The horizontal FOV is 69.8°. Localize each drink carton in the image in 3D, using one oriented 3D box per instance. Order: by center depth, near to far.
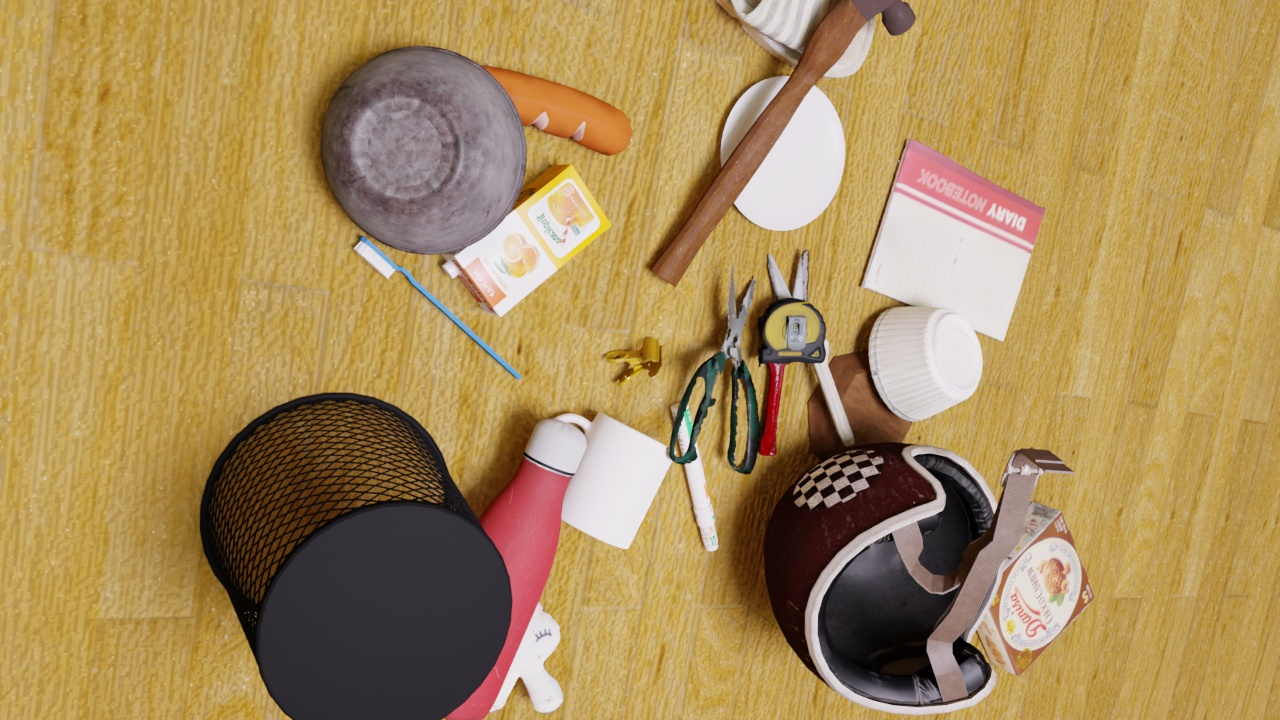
[{"bbox_3d":[-0.091,-0.092,0.713,0.122,0.040,0.058,-41,115,-14],"label":"drink carton"}]

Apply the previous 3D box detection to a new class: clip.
[{"bbox_3d":[-0.002,0.006,0.782,0.046,0.053,0.037,-17,113,8],"label":"clip"}]

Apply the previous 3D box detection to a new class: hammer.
[{"bbox_3d":[0.110,-0.202,0.767,0.115,0.033,0.323,31,97,-39],"label":"hammer"}]

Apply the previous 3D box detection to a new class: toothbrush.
[{"bbox_3d":[-0.153,-0.035,0.706,0.014,0.016,0.166,-50,118,-10],"label":"toothbrush"}]

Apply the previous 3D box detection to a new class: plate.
[{"bbox_3d":[0.127,-0.184,0.823,0.134,0.011,0.134,-5,102,-26],"label":"plate"},{"bbox_3d":[0.225,0.054,0.913,0.131,0.025,0.131,-5,102,-26],"label":"plate"}]

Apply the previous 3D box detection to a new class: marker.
[{"bbox_3d":[0.051,0.108,0.839,0.017,0.017,0.145,-21,109,-23],"label":"marker"}]

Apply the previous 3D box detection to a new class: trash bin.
[{"bbox_3d":[-0.188,0.133,0.610,0.183,0.210,0.184,-5,102,-26],"label":"trash bin"}]

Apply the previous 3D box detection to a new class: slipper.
[{"bbox_3d":[0.099,-0.330,0.760,0.272,0.054,0.114,26,83,-29],"label":"slipper"}]

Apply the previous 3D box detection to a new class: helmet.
[{"bbox_3d":[0.226,0.180,0.806,0.234,0.253,0.233,-20,106,3],"label":"helmet"}]

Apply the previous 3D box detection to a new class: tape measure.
[{"bbox_3d":[0.136,-0.026,0.829,0.061,0.034,0.061,-4,94,-1],"label":"tape measure"}]

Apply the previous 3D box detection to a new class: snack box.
[{"bbox_3d":[0.445,0.264,1.058,0.146,0.041,0.143,-37,115,-17],"label":"snack box"}]

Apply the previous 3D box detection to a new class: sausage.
[{"bbox_3d":[-0.080,-0.193,0.699,0.164,0.039,0.044,8,102,-28],"label":"sausage"}]

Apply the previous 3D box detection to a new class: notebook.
[{"bbox_3d":[0.324,-0.118,0.938,0.208,0.012,0.153,16,92,-29],"label":"notebook"}]

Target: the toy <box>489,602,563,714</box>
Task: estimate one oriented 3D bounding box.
[{"bbox_3d":[-0.105,0.243,0.774,0.079,0.038,0.123,-7,98,-13],"label":"toy"}]

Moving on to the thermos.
[{"bbox_3d":[-0.106,0.158,0.714,0.073,0.073,0.240,23,90,-29],"label":"thermos"}]

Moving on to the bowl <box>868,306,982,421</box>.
[{"bbox_3d":[0.282,-0.002,0.888,0.115,0.063,0.115,10,74,-37],"label":"bowl"}]

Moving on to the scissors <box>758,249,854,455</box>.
[{"bbox_3d":[0.148,0.006,0.860,0.179,0.015,0.187,38,94,-8],"label":"scissors"}]

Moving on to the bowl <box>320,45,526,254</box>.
[{"bbox_3d":[-0.153,-0.142,0.624,0.145,0.067,0.145,0,101,-1],"label":"bowl"}]

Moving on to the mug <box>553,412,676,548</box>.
[{"bbox_3d":[-0.039,0.091,0.766,0.110,0.074,0.090,27,87,-3],"label":"mug"}]

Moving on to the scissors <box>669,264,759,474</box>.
[{"bbox_3d":[0.085,0.024,0.823,0.179,0.015,0.205,51,54,-47],"label":"scissors"}]
